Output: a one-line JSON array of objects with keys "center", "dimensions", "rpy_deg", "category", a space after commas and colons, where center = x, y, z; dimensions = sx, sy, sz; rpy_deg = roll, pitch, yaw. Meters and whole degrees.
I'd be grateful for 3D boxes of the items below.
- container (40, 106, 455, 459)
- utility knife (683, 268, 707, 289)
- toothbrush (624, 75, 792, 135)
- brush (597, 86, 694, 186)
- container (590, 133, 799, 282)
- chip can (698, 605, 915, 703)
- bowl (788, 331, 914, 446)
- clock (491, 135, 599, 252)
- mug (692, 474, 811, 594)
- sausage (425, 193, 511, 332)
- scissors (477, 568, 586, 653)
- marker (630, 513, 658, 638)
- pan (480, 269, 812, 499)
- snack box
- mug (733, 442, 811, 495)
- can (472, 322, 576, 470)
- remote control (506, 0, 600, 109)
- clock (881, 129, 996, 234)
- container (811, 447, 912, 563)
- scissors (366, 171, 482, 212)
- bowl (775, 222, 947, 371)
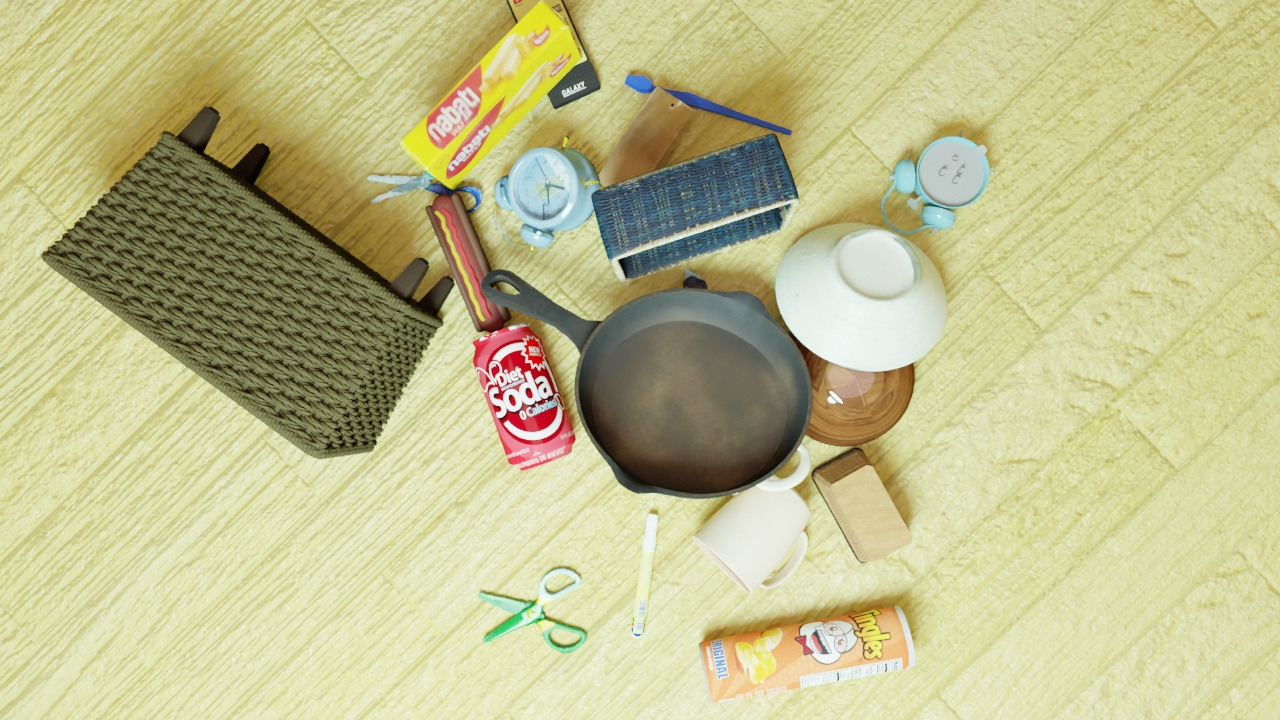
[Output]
[{"center": [-0.362, -0.079, 0.919], "dimensions": [0.321, 0.176, 0.205], "rpy_deg": [36, 88, 2], "category": "container"}, {"center": [0.063, -0.013, 0.975], "dimensions": [0.029, 0.020, 0.171], "rpy_deg": [-6, 89, 0], "category": "utility knife"}, {"center": [0.072, -0.272, 0.978], "dimensions": [0.187, 0.011, 0.016], "rpy_deg": [18, 91, 2], "category": "toothbrush"}, {"center": [0.006, -0.224, 0.967], "dimensions": [0.049, 0.039, 0.117], "rpy_deg": [34, 91, 4], "category": "brush"}, {"center": [0.052, -0.148, 0.912], "dimensions": [0.187, 0.145, 0.071], "rpy_deg": [-18, 85, 2], "category": "container"}, {"center": [0.169, 0.304, 0.947], "dimensions": [0.210, 0.062, 0.062], "rpy_deg": [-11, 89, 2], "category": "chip can"}, {"center": [0.214, 0.017, 0.943], "dimensions": [0.147, 0.069, 0.147], "rpy_deg": [0, 90, 2], "category": "bowl"}, {"center": [-0.102, -0.171, 0.959], "dimensions": [0.125, 0.051, 0.089], "rpy_deg": [-36, 84, 22], "category": "clock"}, {"center": [0.127, 0.183, 0.947], "dimensions": [0.104, 0.085, 0.111], "rpy_deg": [-45, 116, -9], "category": "mug"}, {"center": [-0.181, -0.102, 0.969], "dimensions": [0.040, 0.040, 0.155], "rpy_deg": [-22, 94, 2], "category": "sausage"}, {"center": [-0.114, 0.263, 0.985], "dimensions": [0.128, 0.012, 0.119], "rpy_deg": [20, 90, 1], "category": "scissors"}, {"center": [0.005, 0.229, 0.979], "dimensions": [0.014, 0.014, 0.132], "rpy_deg": [8, 90, 2], "category": "marker"}, {"center": [-0.006, 0.005, 0.909], "dimensions": [0.356, 0.043, 0.248], "rpy_deg": [28, 62, 13], "category": "pan"}, {"center": [-0.149, -0.266, 0.932], "dimensions": [0.200, 0.092, 0.042], "rpy_deg": [-45, 86, 2], "category": "snack box"}, {"center": [0.121, 0.086, 0.927], "dimensions": [0.097, 0.122, 0.081], "rpy_deg": [-35, 132, -12], "category": "mug"}, {"center": [-0.122, 0.038, 0.954], "dimensions": [0.074, 0.074, 0.142], "rpy_deg": [-20, 89, 2], "category": "can"}, {"center": [-0.094, -0.342, 0.984], "dimensions": [0.058, 0.013, 0.133], "rpy_deg": [-25, 89, 2], "category": "remote control"}, {"center": [0.305, -0.180, 0.953], "dimensions": [0.123, 0.042, 0.087], "rpy_deg": [-38, 88, 0], "category": "clock"}, {"center": [0.231, 0.153, 0.945], "dimensions": [0.063, 0.061, 0.114], "rpy_deg": [-29, 89, 2], "category": "container"}, {"center": [-0.232, -0.181, 0.989], "dimensions": [0.135, 0.015, 0.086], "rpy_deg": [-19, 91, 2], "category": "scissors"}, {"center": [0.227, -0.080, 0.912], "dimensions": [0.176, 0.058, 0.176], "rpy_deg": [1, 63, -3], "category": "bowl"}]
